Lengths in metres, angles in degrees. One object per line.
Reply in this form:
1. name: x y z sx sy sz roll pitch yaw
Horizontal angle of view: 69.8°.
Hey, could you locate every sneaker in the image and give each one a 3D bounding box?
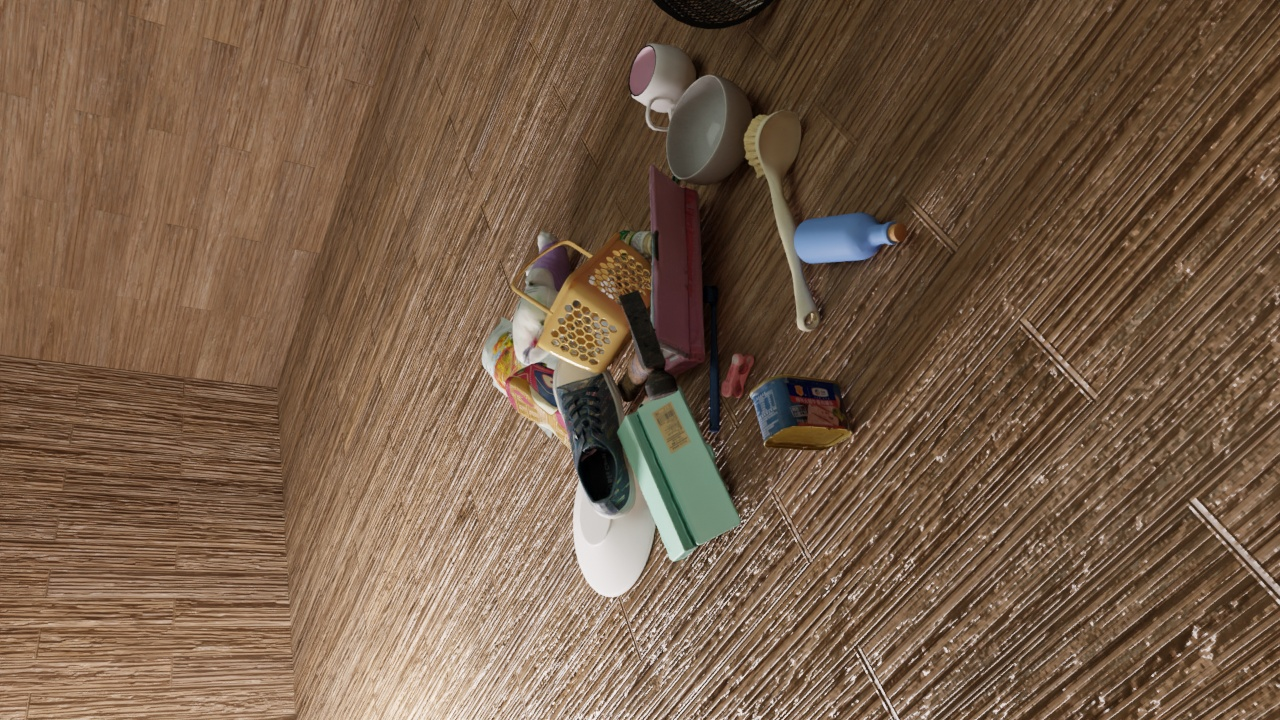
1. sneaker: -0.096 0.059 1.348 0.242 0.090 0.116 26 136 37
2. sneaker: -0.062 0.091 1.214 0.079 0.087 0.235 52 -160 -72

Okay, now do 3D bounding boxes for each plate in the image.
1. plate: -0.052 0.217 1.301 0.230 0.030 0.229 -23 63 55
2. plate: -0.067 -0.047 1.407 0.173 0.019 0.172 -23 63 55

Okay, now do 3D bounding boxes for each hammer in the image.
1. hammer: -0.007 0.007 1.142 0.331 0.033 0.120 120 132 -79

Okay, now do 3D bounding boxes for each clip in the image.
1. clip: 0.122 0.019 1.091 0.023 0.041 0.060 -126 42 -54

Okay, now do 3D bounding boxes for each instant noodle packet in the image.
1. instant noodle packet: -0.200 0.020 1.572 0.269 0.057 0.147 30 115 57

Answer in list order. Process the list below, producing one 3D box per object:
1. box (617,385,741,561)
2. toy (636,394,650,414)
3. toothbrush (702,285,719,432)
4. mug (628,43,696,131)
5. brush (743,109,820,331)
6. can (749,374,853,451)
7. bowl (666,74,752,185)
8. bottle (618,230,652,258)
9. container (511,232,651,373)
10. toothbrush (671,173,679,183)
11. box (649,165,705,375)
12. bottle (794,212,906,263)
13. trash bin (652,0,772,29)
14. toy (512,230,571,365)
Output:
1. box: 0.039 0.141 1.125 0.138 0.056 0.187 -47 61 47
2. toy: 0.016 0.089 1.212 0.087 0.050 0.112 -70 27 18
3. toothbrush: 0.088 -0.004 1.144 0.016 0.017 0.189 -25 61 57
4. mug: 0.033 -0.376 1.276 0.090 0.076 0.123 -12 72 57
5. brush: 0.166 -0.160 1.032 0.077 0.062 0.272 131 135 -65
6. can: 0.164 0.054 0.927 0.054 0.099 0.059 -43 50 47
7. bowl: 0.095 -0.287 1.162 0.132 0.064 0.131 -23 63 55
8. bottle: 0.003 -0.164 1.303 0.110 0.042 0.042 12 92 58
9. container: -0.076 -0.088 1.238 0.129 0.167 0.182 -58 -2 33
10. toothbrush: 0.055 -0.274 1.274 0.188 0.014 0.017 -71 25 15
11. box: 0.047 -0.109 1.156 0.173 0.075 0.233 71 -162 -77
12. bottle: 0.216 -0.126 0.936 0.131 0.048 0.048 5 86 59
13. trash bin: 0.057 -0.559 1.176 0.217 0.216 0.243 -67 27 21
14. toy: -0.156 -0.096 1.475 0.138 0.085 0.208 120 160 -47
